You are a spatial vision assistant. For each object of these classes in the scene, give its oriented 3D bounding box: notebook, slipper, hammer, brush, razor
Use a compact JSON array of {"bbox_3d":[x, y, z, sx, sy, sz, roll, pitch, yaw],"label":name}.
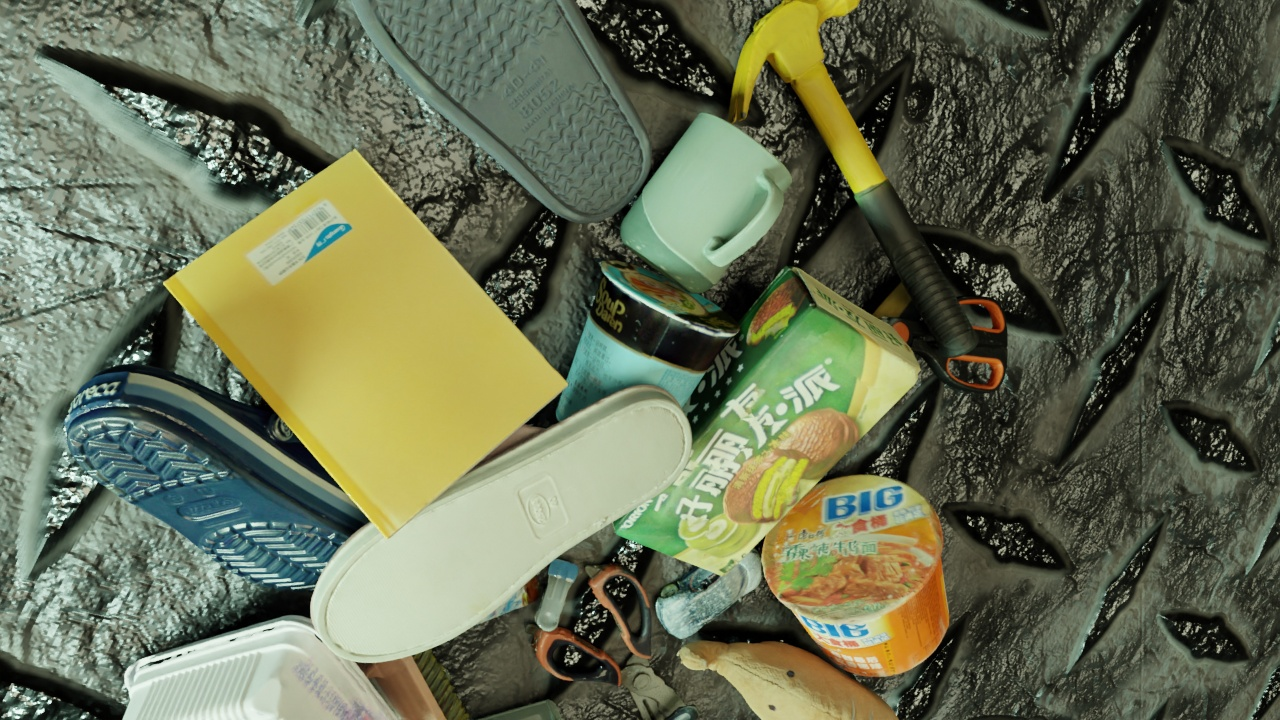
[{"bbox_3d":[-0.165,-0.015,0.563,0.145,0.010,0.206,-42,87,-18],"label":"notebook"},{"bbox_3d":[-0.090,-0.193,0.580,0.110,0.083,0.268,-42,136,1],"label":"slipper"},{"bbox_3d":[0.174,-0.131,0.696,0.128,0.033,0.301,-36,103,-7],"label":"hammer"},{"bbox_3d":[-0.244,0.073,0.591,0.105,0.095,0.253,-17,141,22],"label":"slipper"},{"bbox_3d":[-0.175,0.266,0.687,0.063,0.072,0.146,-3,122,23],"label":"brush"},{"bbox_3d":[-0.090,0.100,0.607,0.274,0.054,0.114,-32,123,-11],"label":"slipper"},{"bbox_3d":[0.193,-0.022,0.770,0.067,0.062,0.167,40,83,2],"label":"razor"},{"bbox_3d":[-0.008,0.345,0.811,0.143,0.022,0.042,-37,95,4],"label":"razor"}]

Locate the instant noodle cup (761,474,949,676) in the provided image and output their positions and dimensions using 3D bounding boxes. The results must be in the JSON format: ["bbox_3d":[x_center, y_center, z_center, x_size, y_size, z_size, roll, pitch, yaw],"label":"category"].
[{"bbox_3d":[0.193,0.190,0.788,0.151,0.151,0.111,-35,125,-9],"label":"instant noodle cup"}]

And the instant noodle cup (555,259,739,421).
[{"bbox_3d":[-0.004,0.004,0.668,0.111,0.111,0.121,18,108,-27],"label":"instant noodle cup"}]

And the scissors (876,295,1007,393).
[{"bbox_3d":[0.214,-0.034,0.744,0.234,0.022,0.125,26,75,-24],"label":"scissors"}]

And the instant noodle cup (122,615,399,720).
[{"bbox_3d":[-0.261,0.251,0.612,0.174,0.060,0.138,-20,114,18],"label":"instant noodle cup"}]

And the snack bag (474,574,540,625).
[{"bbox_3d":[-0.128,0.191,0.715,0.104,0.026,0.048,-17,127,-16],"label":"snack bag"}]

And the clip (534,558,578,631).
[{"bbox_3d":[-0.068,0.189,0.737,0.024,0.028,0.057,19,78,-5],"label":"clip"}]

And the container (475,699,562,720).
[{"bbox_3d":[-0.093,0.349,0.743,0.089,0.090,0.111,-12,103,-16],"label":"container"}]

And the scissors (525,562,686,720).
[{"bbox_3d":[-0.017,0.267,0.794,0.213,0.015,0.197,10,103,-26],"label":"scissors"}]

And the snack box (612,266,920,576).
[{"bbox_3d":[0.086,0.054,0.697,0.114,0.063,0.241,27,116,-27],"label":"snack box"}]

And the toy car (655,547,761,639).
[{"bbox_3d":[0.063,0.198,0.795,0.105,0.031,0.049,-35,119,-10],"label":"toy car"}]

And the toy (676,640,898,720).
[{"bbox_3d":[0.135,0.292,0.795,0.226,0.144,0.082,40,63,-29],"label":"toy"}]

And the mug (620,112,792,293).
[{"bbox_3d":[0.050,-0.103,0.642,0.082,0.112,0.106,35,92,-38],"label":"mug"}]
